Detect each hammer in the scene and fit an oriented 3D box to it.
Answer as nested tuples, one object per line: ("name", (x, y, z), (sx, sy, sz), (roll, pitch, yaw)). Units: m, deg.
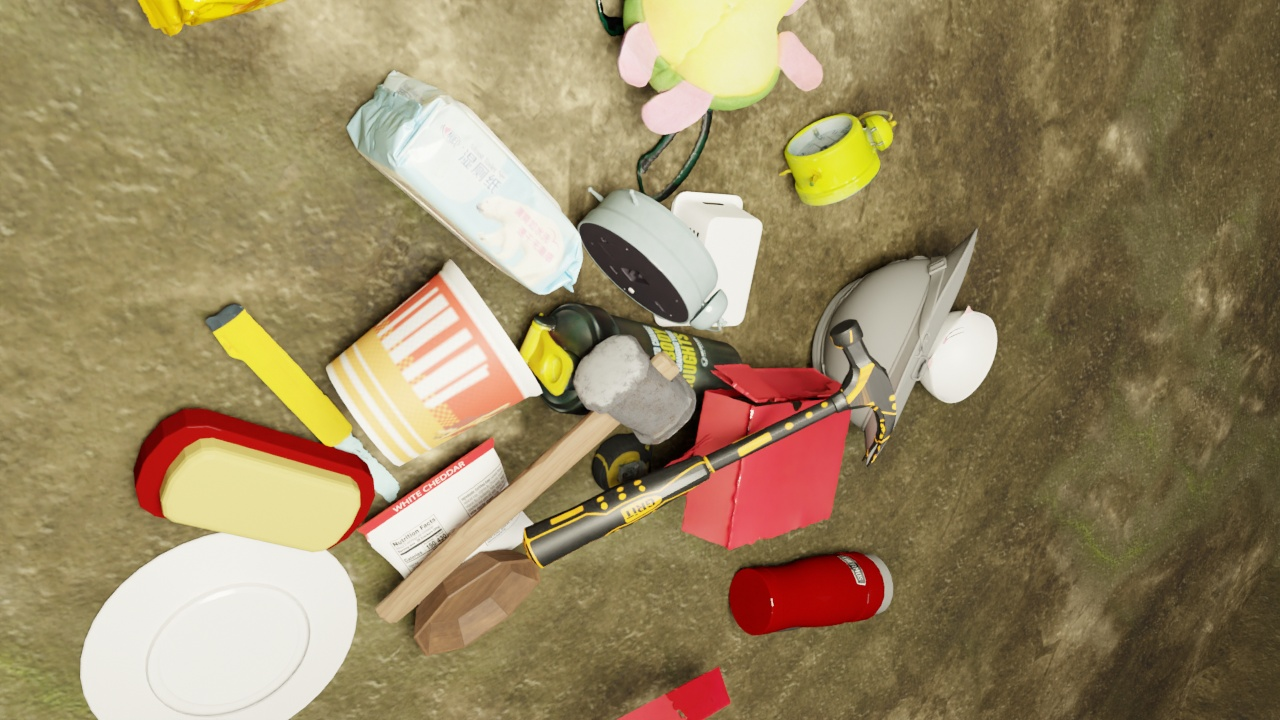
("hammer", (-0.097, 0.107, 0.743), (0.329, 0.052, 0.098), (-41, 142, 10))
("hammer", (0.054, 0.086, 0.734), (0.320, 0.036, 0.123), (-26, 113, 1))

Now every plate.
("plate", (-0.151, 0.215, 0.833), (0.131, 0.025, 0.131), (-32, 152, -20))
("plate", (-0.332, 0.233, 0.745), (0.208, 0.015, 0.209), (-15, 118, -30))

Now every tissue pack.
("tissue pack", (-0.121, -0.126, 0.670), (0.070, 0.112, 0.182), (-51, 130, -4))

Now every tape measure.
("tape measure", (-0.016, 0.104, 0.898), (0.061, 0.034, 0.062), (-12, 116, -29))

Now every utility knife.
("utility knife", (-0.253, 0.042, 0.713), (0.030, 0.019, 0.225), (-38, 126, -10))

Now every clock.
("clock", (0.014, -0.079, 0.777), (0.045, 0.123, 0.159), (-50, 120, -12))
("clock", (0.191, -0.200, 0.877), (0.119, 0.083, 0.057), (-40, 121, -11))

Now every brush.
("brush", (-0.285, 0.098, 0.692), (0.173, 0.042, 0.082), (26, 104, -40))

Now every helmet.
("helmet", (0.253, -0.032, 0.980), (0.271, 0.118, 0.183), (-65, 161, -1))

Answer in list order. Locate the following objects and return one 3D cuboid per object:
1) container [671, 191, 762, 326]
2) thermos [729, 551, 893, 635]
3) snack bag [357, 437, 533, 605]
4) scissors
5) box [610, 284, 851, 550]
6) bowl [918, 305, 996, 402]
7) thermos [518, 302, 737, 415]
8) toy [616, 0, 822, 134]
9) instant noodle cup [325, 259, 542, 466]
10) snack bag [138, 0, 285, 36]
("container", (0.066, -0.088, 0.858), (0.080, 0.049, 0.129), (-3, 112, -34))
("thermos", (0.203, 0.288, 1.109), (0.198, 0.084, 0.108), (2, 128, -34))
("snack bag", (-0.161, 0.151, 0.808), (0.130, 0.039, 0.144), (-35, 138, -17))
("scissors", (0.032, -0.230, 0.794), (0.201, 0.015, 0.204), (6, 106, -35))
("box", (0.083, -0.067, 0.887), (0.172, 0.478, 0.213), (-30, 164, 32))
("bowl", (0.372, -0.011, 1.108), (0.114, 0.050, 0.115), (-15, 118, -30))
("thermos", (-0.005, 0.005, 0.825), (0.220, 0.098, 0.098), (7, 106, -43))
("toy", (0.067, -0.280, 0.732), (0.190, 0.088, 0.237), (44, 71, -13))
("instant noodle cup", (-0.161, 0.008, 0.704), (0.121, 0.123, 0.123), (-35, 127, -9))
("snack bag", (-0.212, -0.306, 0.553), (0.246, 0.068, 0.160), (-29, 125, -22))
